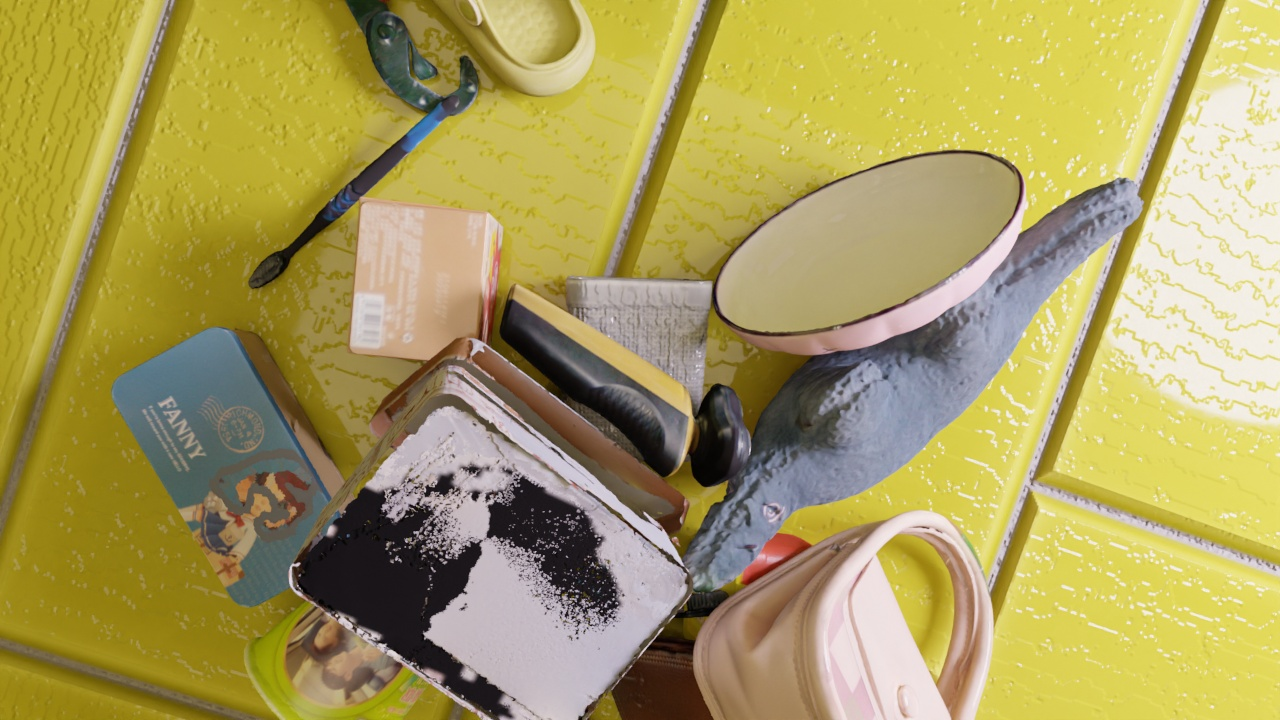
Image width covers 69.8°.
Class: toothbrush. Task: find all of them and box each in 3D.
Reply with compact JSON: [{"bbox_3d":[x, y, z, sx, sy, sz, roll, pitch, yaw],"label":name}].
[{"bbox_3d":[-0.191,-0.111,0.608,0.189,0.016,0.014,-41,101,4],"label":"toothbrush"},{"bbox_3d":[-0.028,0.161,0.602,0.189,0.014,0.016,-7,77,24],"label":"toothbrush"}]

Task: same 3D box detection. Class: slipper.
[{"bbox_3d":[-0.094,-0.258,0.573,0.091,0.082,0.190,-41,100,-18],"label":"slipper"}]

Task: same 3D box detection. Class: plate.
[{"bbox_3d":[0.138,-0.061,0.558,0.192,0.192,0.039,-32,116,-1],"label":"plate"}]

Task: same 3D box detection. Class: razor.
[{"bbox_3d":[-0.010,0.011,0.531,0.167,0.062,0.067,34,66,-2],"label":"razor"}]

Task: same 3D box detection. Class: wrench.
[{"bbox_3d":[-0.197,-0.277,0.592,0.056,0.016,0.273,-34,100,-2],"label":"wrench"}]

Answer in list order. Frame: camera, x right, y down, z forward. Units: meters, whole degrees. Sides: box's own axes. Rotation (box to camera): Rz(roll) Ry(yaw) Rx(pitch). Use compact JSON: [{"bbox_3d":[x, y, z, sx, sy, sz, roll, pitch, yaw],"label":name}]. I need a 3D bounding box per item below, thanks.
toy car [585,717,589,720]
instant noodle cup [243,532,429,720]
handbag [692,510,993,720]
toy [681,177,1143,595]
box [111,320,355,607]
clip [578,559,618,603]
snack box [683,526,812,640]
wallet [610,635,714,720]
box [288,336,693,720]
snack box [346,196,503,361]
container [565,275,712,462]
[{"bbox_3d":[-0.058,0.252,0.633,0.049,0.031,0.105,-23,93,-1],"label":"toy car"},{"bbox_3d":[-0.166,0.174,0.591,0.111,0.112,0.123,45,82,-5],"label":"instant noodle cup"},{"bbox_3d":[0.156,0.191,0.576,0.233,0.094,0.193,-33,103,-41],"label":"handbag"},{"bbox_3d":[0.156,0.017,0.577,0.356,0.138,0.091,-40,85,-6],"label":"toy"},{"bbox_3d":[-0.258,0.061,0.597,0.090,0.061,0.184,-31,96,-2],"label":"box"},{"bbox_3d":[-0.017,0.160,0.640,0.056,0.014,0.040,37,91,-5],"label":"clip"},{"bbox_3d":[0.077,0.158,0.617,0.080,0.082,0.091,4,93,-17],"label":"snack box"},{"bbox_3d":[0.028,0.227,0.598,0.032,0.125,0.101,-28,97,-38],"label":"wallet"},{"bbox_3d":[-0.081,0.086,0.542,0.182,0.178,0.153,40,90,-14],"label":"box"},{"bbox_3d":[-0.132,-0.048,0.580,0.077,0.094,0.093,5,93,-4],"label":"snack box"},{"bbox_3d":[-0.004,0.003,0.596,0.090,0.090,0.114,1,96,-3],"label":"container"}]
